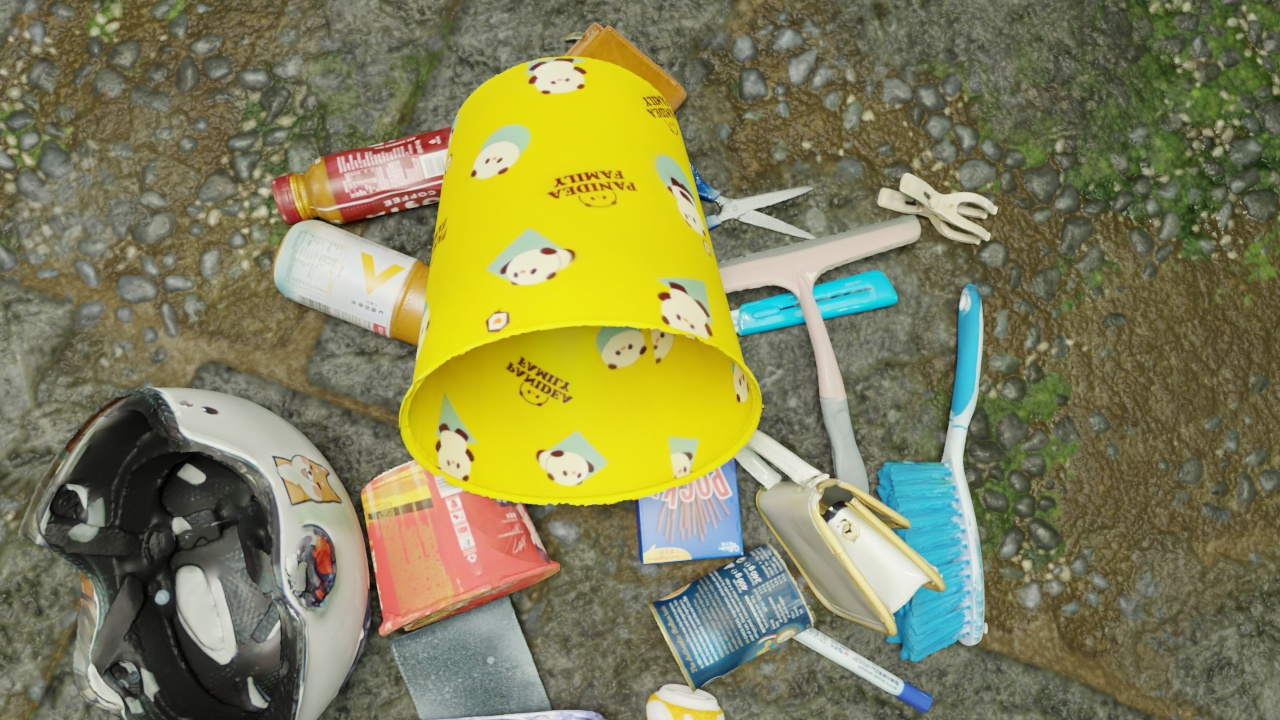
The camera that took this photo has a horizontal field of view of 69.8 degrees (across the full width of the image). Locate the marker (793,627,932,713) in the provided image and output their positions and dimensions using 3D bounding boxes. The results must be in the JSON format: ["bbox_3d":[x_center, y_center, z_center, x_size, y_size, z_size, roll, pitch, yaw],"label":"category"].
[{"bbox_3d":[0.177,0.251,0.765,0.146,0.017,0.017,30,81,-1],"label":"marker"}]

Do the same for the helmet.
[{"bbox_3d":[-0.288,0.146,0.656,0.231,0.156,0.274,-32,83,24],"label":"helmet"}]

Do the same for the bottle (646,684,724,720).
[{"bbox_3d":[0.028,0.314,0.718,0.063,0.063,0.108,12,82,-4],"label":"bottle"}]

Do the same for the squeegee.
[{"bbox_3d":[0.157,0.021,0.766,0.247,0.040,0.249,-15,93,-12],"label":"squeegee"}]

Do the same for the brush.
[{"bbox_3d":[0.253,0.088,0.779,0.109,0.061,0.314,-1,80,-11],"label":"brush"}]

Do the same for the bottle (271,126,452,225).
[{"bbox_3d":[-0.211,-0.151,0.759,0.175,0.057,0.057,-14,84,-7],"label":"bottle"}]

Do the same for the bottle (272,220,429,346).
[{"bbox_3d":[-0.196,-0.052,0.742,0.189,0.068,0.068,21,81,-5],"label":"bottle"}]

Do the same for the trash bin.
[{"bbox_3d":[-0.048,-0.059,0.654,0.229,0.230,0.254,-2,56,-6],"label":"trash bin"}]

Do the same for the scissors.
[{"bbox_3d":[0.066,-0.137,0.808,0.162,0.012,0.164,-38,88,-10],"label":"scissors"}]

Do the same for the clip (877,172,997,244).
[{"bbox_3d":[0.264,-0.134,0.813,0.100,0.071,0.034,17,82,-10],"label":"clip"}]

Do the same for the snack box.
[{"bbox_3d":[0.036,0.088,0.767,0.084,0.026,0.157,-4,83,-7],"label":"snack box"}]

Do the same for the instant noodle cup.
[{"bbox_3d":[-0.141,0.132,0.696,0.138,0.138,0.108,-19,76,-8],"label":"instant noodle cup"}]

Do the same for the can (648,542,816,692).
[{"bbox_3d":[0.072,0.202,0.728,0.111,0.075,0.075,-27,86,-6],"label":"can"}]

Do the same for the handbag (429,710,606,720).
[{"bbox_3d":[-0.107,0.338,0.691,0.194,0.075,0.134,-1,100,-5],"label":"handbag"}]

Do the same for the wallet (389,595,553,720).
[{"bbox_3d":[-0.129,0.251,0.715,0.097,0.019,0.121,-19,109,-7],"label":"wallet"}]

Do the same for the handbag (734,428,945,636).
[{"bbox_3d":[0.137,0.115,0.704,0.063,0.163,0.178,-38,88,-11],"label":"handbag"}]

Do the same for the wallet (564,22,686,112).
[{"bbox_3d":[-0.043,-0.221,0.796,0.119,0.035,0.130,39,79,0],"label":"wallet"}]

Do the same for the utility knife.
[{"bbox_3d":[0.107,-0.038,0.795,0.238,0.018,0.034,-13,84,-6],"label":"utility knife"}]
